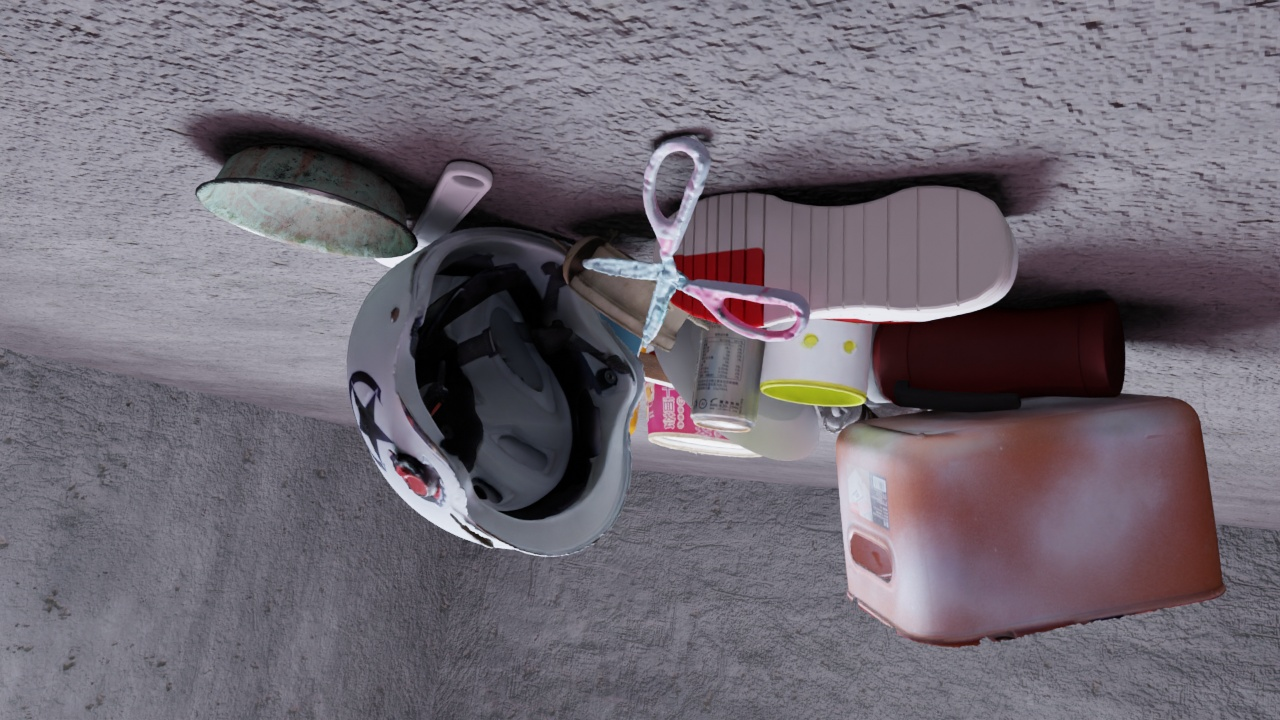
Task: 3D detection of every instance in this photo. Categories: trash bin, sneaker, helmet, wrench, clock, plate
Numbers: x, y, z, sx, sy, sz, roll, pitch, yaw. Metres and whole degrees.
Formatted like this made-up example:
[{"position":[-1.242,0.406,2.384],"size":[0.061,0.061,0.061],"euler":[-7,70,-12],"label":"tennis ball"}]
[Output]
[{"position":[0.306,0.115,0.750],"size":[0.259,0.157,0.181],"euler":[-7,-178,-8],"label":"trash bin"},{"position":[0.129,-0.063,0.618],"size":[0.237,0.090,0.104],"euler":[-1,174,31],"label":"sneaker"},{"position":[-0.129,0.035,0.748],"size":[0.164,0.264,0.235],"euler":[-17,-170,41],"label":"helmet"},{"position":[-0.166,-0.110,0.742],"size":[0.066,0.018,0.274],"euler":[13,167,-21],"label":"wrench"},{"position":[-0.016,-0.062,0.704],"size":[0.141,0.054,0.093],"euler":[37,-172,26],"label":"clock"},{"position":[0.094,0.010,0.837],"size":[0.188,0.188,0.016],"euler":[15,129,-33],"label":"plate"}]

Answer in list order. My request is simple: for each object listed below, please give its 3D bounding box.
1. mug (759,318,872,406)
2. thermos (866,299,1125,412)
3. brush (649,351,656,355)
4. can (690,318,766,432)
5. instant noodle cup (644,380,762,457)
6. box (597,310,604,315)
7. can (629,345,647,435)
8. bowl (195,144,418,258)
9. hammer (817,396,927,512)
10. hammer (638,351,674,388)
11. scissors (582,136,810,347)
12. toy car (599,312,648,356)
[{"position":[0.140,-0.023,0.722],"size":[0.082,0.106,0.082],"euler":[7,169,1],"label":"mug"},{"position":[0.283,0.003,0.763],"size":[0.199,0.107,0.084],"euler":[-4,127,39],"label":"thermos"},{"position":[0.065,0.011,1.117],"size":[0.082,0.041,0.174],"euler":[12,169,-17],"label":"brush"},{"position":[0.074,-0.012,0.748],"size":[0.054,0.135,0.054],"euler":[8,168,2],"label":"can"},{"position":[0.082,0.066,1.068],"size":[0.178,0.077,0.179],"euler":[8,169,1],"label":"instant noodle cup"},{"position":[-0.145,-0.017,0.916],"size":[0.209,0.125,0.021],"euler":[7,170,7],"label":"box"},{"position":[-0.036,0.015,0.950],"size":[0.079,0.142,0.079],"euler":[8,169,1],"label":"can"},{"position":[-0.242,-0.120,0.684],"size":[0.157,0.038,0.157],"euler":[8,169,1],"label":"bowl"},{"position":[0.236,0.072,0.959],"size":[0.080,0.176,0.326],"euler":[3,167,26],"label":"hammer"},{"position":[-0.005,0.005,0.883],"size":[0.323,0.115,0.033],"euler":[14,164,-5],"label":"hammer"},{"position":[0.027,-0.068,0.581],"size":[0.171,0.013,0.173],"euler":[14,132,35],"label":"scissors"},{"position":[-0.018,-0.018,0.852],"size":[0.060,0.107,0.027],"euler":[10,159,21],"label":"toy car"}]
